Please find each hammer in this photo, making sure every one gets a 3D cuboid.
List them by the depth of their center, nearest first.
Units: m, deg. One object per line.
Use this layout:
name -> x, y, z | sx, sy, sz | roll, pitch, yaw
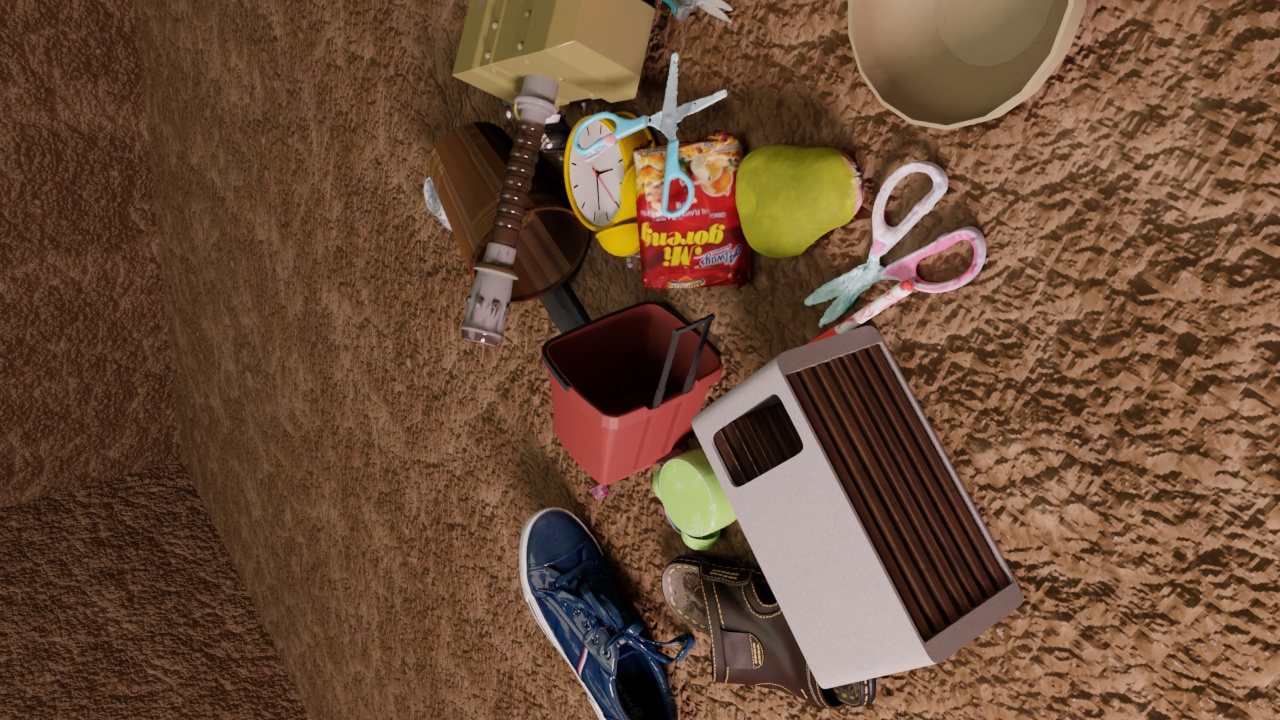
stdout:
hammer -> -0.108, -0.173, 0.832 | 0.190, 0.100, 0.324 | 10, 86, 50

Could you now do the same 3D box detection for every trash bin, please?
trash bin -> 0.157, 0.108, 0.692 | 0.115, 0.114, 0.228 | -42, 70, 51

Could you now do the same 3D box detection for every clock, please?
clock -> -0.024, -0.169, 0.877 | 0.152, 0.051, 0.114 | 59, 141, 25
clock -> 0.055, 0.130, 0.894 | 0.094, 0.042, 0.120 | 58, 141, 22

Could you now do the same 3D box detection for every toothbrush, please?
toothbrush -> -0.005, 0.121, 0.992 | 0.190, 0.016, 0.016 | -35, 79, 52

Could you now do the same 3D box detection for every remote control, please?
remote control -> -0.079, -0.041, 1.020 | 0.150, 0.022, 0.047 | 57, 140, 21

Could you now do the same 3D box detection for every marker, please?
marker -> 0.161, -0.028, 0.709 | 0.143, 0.012, 0.013 | -41, 70, 56

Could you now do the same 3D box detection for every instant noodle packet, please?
instant noodle packet -> 0.043, -0.127, 0.789 | 0.099, 0.039, 0.135 | 1, 105, 20

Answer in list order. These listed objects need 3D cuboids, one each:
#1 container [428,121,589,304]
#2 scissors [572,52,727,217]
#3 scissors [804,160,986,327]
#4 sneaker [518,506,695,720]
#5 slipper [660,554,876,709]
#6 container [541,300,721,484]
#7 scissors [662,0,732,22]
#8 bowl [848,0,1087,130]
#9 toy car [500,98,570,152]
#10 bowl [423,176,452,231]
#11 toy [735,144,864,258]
container -> -0.152, -0.166, 0.988 | 0.167, 0.132, 0.132 | 57, 141, 31
scissors -> 0.014, -0.177, 0.755 | 0.135, 0.015, 0.133 | -19, 94, 20
scissors -> 0.172, -0.083, 0.686 | 0.179, 0.016, 0.103 | -27, 86, 56
sneaker -> -0.038, 0.290, 1.027 | 0.294, 0.120, 0.127 | 61, 154, 13
slipper -> 0.101, 0.249, 0.852 | 0.268, 0.075, 0.113 | 9, 111, 51
container -> -0.005, 0.005, 0.838 | 0.127, 0.147, 0.201 | 45, 144, 32
scissors -> 0.025, -0.319, 0.781 | 0.142, 0.019, 0.127 | -9, 91, 47
bowl -> 0.203, -0.221, 0.560 | 0.152, 0.050, 0.152 | 24, 121, 46
toy car -> -0.108, -0.253, 0.959 | 0.092, 0.040, 0.037 | 51, 135, 23
bowl -> -0.228, -0.203, 1.121 | 0.114, 0.060, 0.114 | 25, 123, 45
toy -> 0.121, -0.124, 0.704 | 0.110, 0.051, 0.090 | 0, 106, 50
